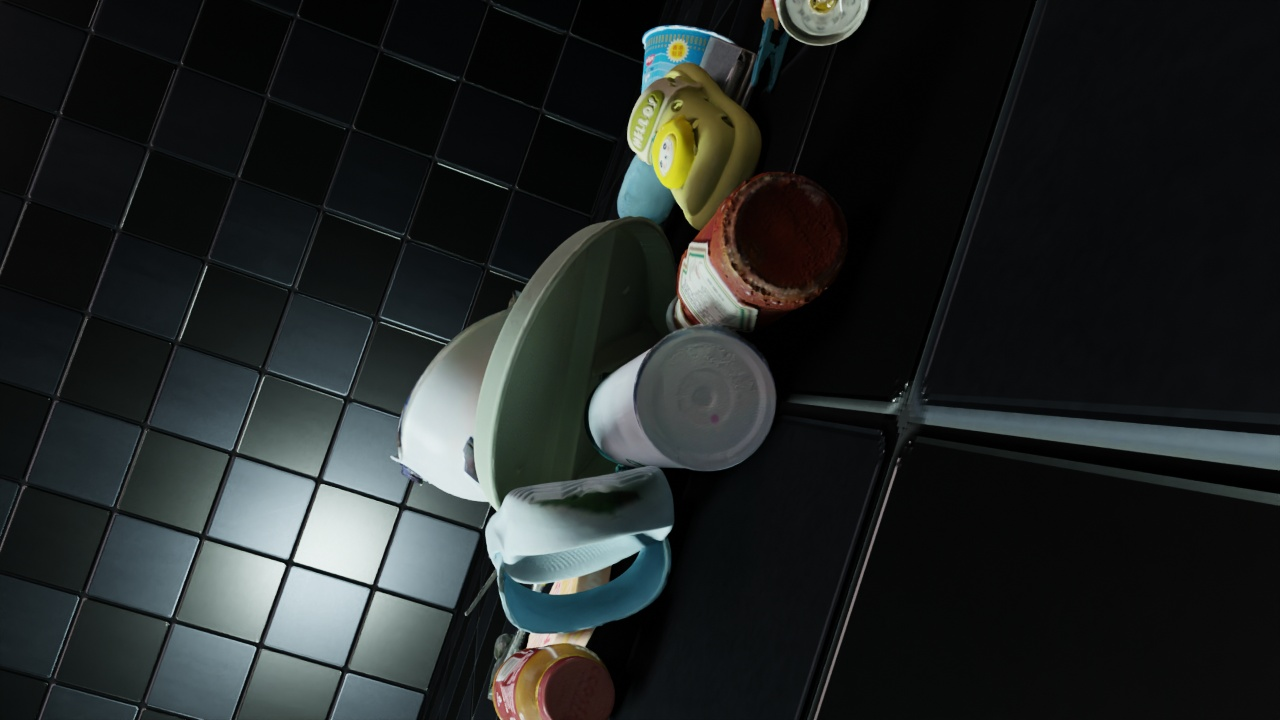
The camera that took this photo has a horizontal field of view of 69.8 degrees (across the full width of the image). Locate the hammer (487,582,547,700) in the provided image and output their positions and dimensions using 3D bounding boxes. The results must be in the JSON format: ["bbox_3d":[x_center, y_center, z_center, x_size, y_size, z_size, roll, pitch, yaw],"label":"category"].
[{"bbox_3d":[-0.088,0.195,0.894,0.126,0.032,0.324,-98,28,-72],"label":"hammer"}]

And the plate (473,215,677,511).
[{"bbox_3d":[-0.039,0.010,0.630,0.229,0.027,0.231,-46,-33,-42],"label":"plate"}]

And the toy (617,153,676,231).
[{"bbox_3d":[0.007,-0.165,0.960,0.161,0.050,0.156,-49,-29,-39],"label":"toy"}]

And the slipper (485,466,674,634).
[{"bbox_3d":[-0.030,0.107,0.499,0.246,0.104,0.074,117,143,-72],"label":"slipper"}]

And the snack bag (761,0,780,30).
[{"bbox_3d":[0.128,-0.346,0.656,0.208,0.073,0.128,113,174,-78],"label":"snack bag"}]

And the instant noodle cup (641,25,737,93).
[{"bbox_3d":[0.040,-0.249,0.884,0.099,0.099,0.110,179,101,-81],"label":"instant noodle cup"}]

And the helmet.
[{"bbox_3d":[-0.137,0.059,0.966,0.229,0.146,0.259,-53,-6,-7],"label":"helmet"}]

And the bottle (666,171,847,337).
[{"bbox_3d":[0.046,-0.039,0.472,0.206,0.060,0.059,136,152,-80],"label":"bottle"}]

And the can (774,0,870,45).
[{"bbox_3d":[0.106,-0.237,0.532,0.053,0.053,0.132,118,168,-46],"label":"can"}]

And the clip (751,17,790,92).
[{"bbox_3d":[0.097,-0.229,0.688,0.014,0.046,0.057,164,122,-77],"label":"clip"}]

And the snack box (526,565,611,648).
[{"bbox_3d":[-0.059,0.203,0.709,0.084,0.026,0.158,-83,14,-55],"label":"snack box"}]

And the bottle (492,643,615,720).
[{"bbox_3d":[-0.054,0.204,0.564,0.175,0.057,0.057,129,159,-67],"label":"bottle"}]

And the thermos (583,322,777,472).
[{"bbox_3d":[0.010,0.031,0.522,0.224,0.073,0.073,149,140,-78],"label":"thermos"}]

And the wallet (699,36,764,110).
[{"bbox_3d":[0.063,-0.204,0.788,0.106,0.037,0.130,-115,42,-61],"label":"wallet"}]

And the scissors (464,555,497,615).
[{"bbox_3d":[-0.105,0.161,0.941,0.221,0.022,0.230,-58,-8,6],"label":"scissors"}]

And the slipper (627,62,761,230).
[{"bbox_3d":[0.027,-0.171,0.704,0.190,0.081,0.092,-108,33,-49],"label":"slipper"}]
